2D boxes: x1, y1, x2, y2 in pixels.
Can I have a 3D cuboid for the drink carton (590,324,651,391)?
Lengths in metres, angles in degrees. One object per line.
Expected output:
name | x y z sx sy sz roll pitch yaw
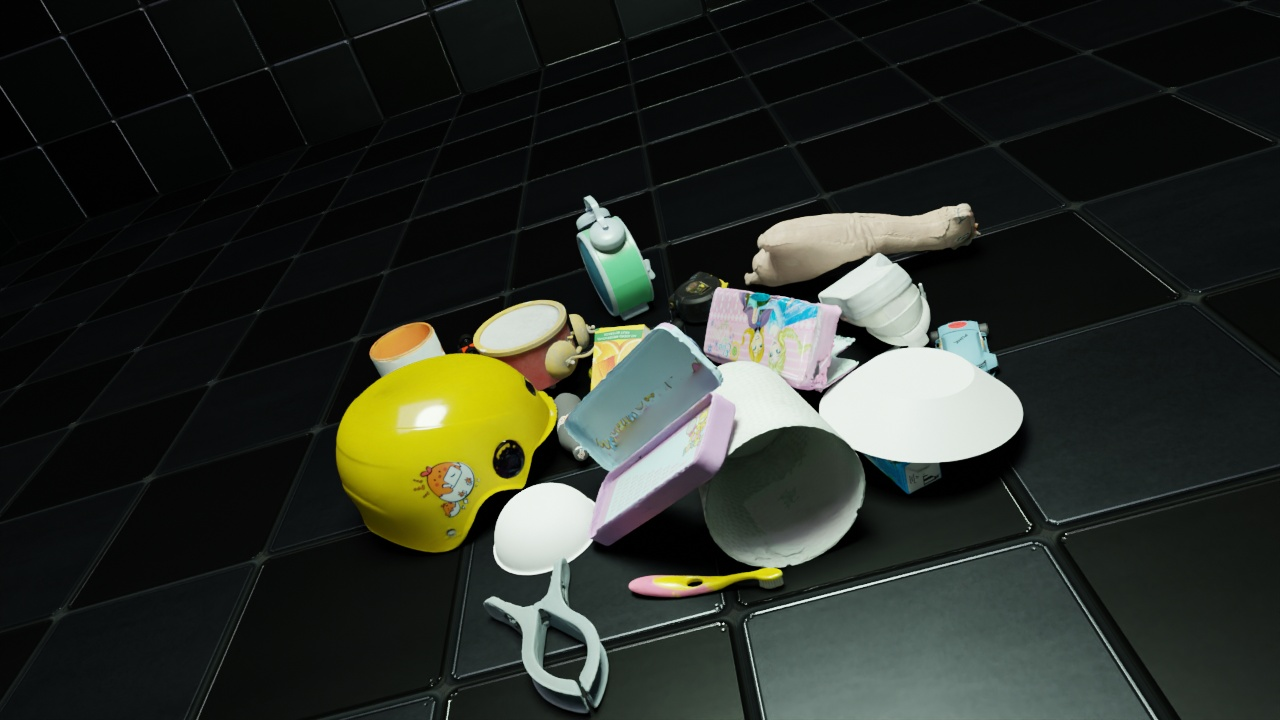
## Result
drink carton | -0.018 0.028 0.981 0.058 0.041 0.122 -4 72 23

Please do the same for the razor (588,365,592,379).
razor | -0.006 0.006 1.090 0.105 0.026 0.042 -23 28 -14

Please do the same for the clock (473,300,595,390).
clock | -0.120 -0.010 1.123 0.159 0.081 0.116 -5 33 21

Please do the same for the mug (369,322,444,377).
mug | -0.278 0.018 1.145 0.082 0.105 0.082 -15 30 8

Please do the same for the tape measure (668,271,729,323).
tape measure | 0.077 -0.079 1.159 0.071 0.042 0.072 -34 35 -29

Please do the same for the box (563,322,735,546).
box | 0.004 0.068 0.801 0.062 0.140 0.215 -4 -24 -32

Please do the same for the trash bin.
trash bin | 0.104 0.079 0.804 0.133 0.133 0.161 -20 25 0

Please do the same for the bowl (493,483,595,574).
bowl | -0.097 0.151 0.883 0.110 0.040 0.109 -15 30 9

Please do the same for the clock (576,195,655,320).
clock | -0.036 -0.142 1.208 0.075 0.162 0.122 -25 30 -7

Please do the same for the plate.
plate | 0.247 0.026 0.817 0.174 0.036 0.173 -7 27 4

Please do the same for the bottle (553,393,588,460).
bottle | -0.073 0.074 1.001 0.036 0.036 0.109 -21 30 -3

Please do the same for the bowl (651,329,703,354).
bowl | 0.021 -0.002 1.036 0.114 0.045 0.114 -5 38 3

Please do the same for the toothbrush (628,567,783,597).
toothbrush | 0.053 0.186 0.766 0.136 0.016 0.021 -10 33 22

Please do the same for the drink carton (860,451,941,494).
drink carton | 0.218 0.071 0.831 0.044 0.039 0.129 -25 30 -9

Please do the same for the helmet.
helmet | -0.216 0.067 0.966 0.239 0.140 0.209 -45 37 -21

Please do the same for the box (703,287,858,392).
box | 0.154 -0.023 0.959 0.090 0.084 0.230 7 5 -21

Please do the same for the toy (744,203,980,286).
toy | 0.264 -0.139 1.113 0.264 0.065 0.196 -6 -12 -7

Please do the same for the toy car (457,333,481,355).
toy car | -0.190 -0.019 1.211 0.100 0.049 0.051 -25 31 -9

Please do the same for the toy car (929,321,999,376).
toy car | 0.322 -0.016 0.922 0.060 0.027 0.107 -9 31 18

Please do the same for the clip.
clip | -0.064 0.223 0.761 0.090 0.027 0.162 -30 32 -21

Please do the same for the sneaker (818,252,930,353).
sneaker | 0.255 -0.055 0.979 0.089 0.091 0.242 -36 4 9
